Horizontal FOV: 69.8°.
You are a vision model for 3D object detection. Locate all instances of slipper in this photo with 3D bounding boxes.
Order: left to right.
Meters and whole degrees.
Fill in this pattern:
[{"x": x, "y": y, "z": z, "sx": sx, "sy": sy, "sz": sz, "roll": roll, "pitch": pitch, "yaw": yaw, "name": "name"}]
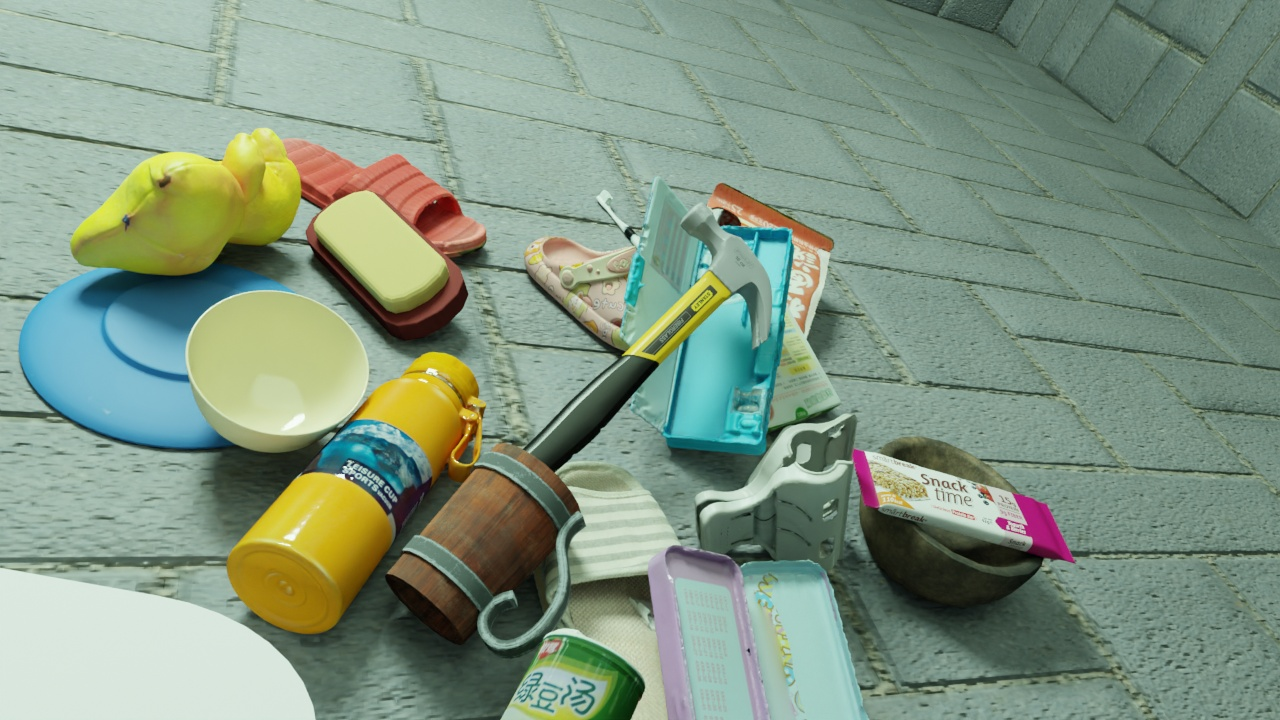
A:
[{"x": -0.272, "y": -0.179, "z": 0.940, "sx": 0.249, "sy": 0.059, "sz": 0.103, "roll": 26, "pitch": 34, "yaw": 4, "name": "slipper"}, {"x": -0.034, "y": -0.082, "z": 0.934, "sx": 0.197, "sy": 0.082, "sz": 0.093, "roll": 35, "pitch": 37, "yaw": 18, "name": "slipper"}, {"x": -0.014, "y": 0.169, "z": 0.642, "sx": 0.114, "sy": 0.054, "sz": 0.272, "roll": 5, "pitch": 39, "yaw": -17, "name": "slipper"}]

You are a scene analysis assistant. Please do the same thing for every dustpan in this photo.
[{"x": -0.292, "y": 0.207, "z": 0.454, "sx": 0.258, "sy": 0.053, "sz": 0.191, "roll": 10, "pitch": 36, "yaw": 0, "name": "dustpan"}]

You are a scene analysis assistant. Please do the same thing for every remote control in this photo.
[{"x": 0.133, "y": 0.100, "z": 0.850, "sx": 0.043, "sy": 0.013, "sz": 0.136, "roll": 32, "pitch": 35, "yaw": 12, "name": "remote control"}]

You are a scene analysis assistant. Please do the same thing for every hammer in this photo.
[{"x": -0.004, "y": 0.004, "z": 0.745, "sx": 0.127, "sy": 0.029, "sz": 0.322, "roll": 46, "pitch": 62, "yaw": -1, "name": "hammer"}]

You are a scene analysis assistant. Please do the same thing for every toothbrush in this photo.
[{"x": -0.005, "y": -0.146, "z": 1.090, "sx": 0.012, "sy": 0.017, "sz": 0.186, "roll": 6, "pitch": 37, "yaw": -43, "name": "toothbrush"}]

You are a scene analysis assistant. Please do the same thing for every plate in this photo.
[{"x": -0.349, "y": -0.020, "z": 0.713, "sx": 0.224, "sy": 0.024, "sz": 0.223, "roll": 16, "pitch": 35, "yaw": -12, "name": "plate"}]

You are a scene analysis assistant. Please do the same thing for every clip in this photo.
[{"x": 0.120, "y": 0.122, "z": 0.727, "sx": 0.151, "sy": 0.127, "sz": 0.105, "roll": -27, "pitch": 46, "yaw": -22, "name": "clip"}]

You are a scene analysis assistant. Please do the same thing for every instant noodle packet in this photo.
[{"x": 0.120, "y": -0.084, "z": 1.054, "sx": 0.164, "sy": 0.084, "sz": 0.220, "roll": 28, "pitch": 46, "yaw": -3, "name": "instant noodle packet"}]

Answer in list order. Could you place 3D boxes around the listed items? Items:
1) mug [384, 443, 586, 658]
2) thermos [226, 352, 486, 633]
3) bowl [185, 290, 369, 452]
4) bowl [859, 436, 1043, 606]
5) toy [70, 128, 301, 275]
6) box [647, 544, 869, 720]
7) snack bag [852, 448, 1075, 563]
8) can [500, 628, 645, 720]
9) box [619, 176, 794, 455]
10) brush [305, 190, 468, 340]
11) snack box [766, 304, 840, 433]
[{"x": -0.089, "y": 0.127, "z": 0.594, "sx": 0.117, "sy": 0.082, "sz": 0.110, "roll": 23, "pitch": 54, "yaw": 29, "name": "mug"}, {"x": -0.178, "y": 0.083, "z": 0.639, "sx": 0.091, "sy": 0.076, "sz": 0.232, "roll": 45, "pitch": 32, "yaw": -13, "name": "thermos"}, {"x": -0.261, "y": 0.020, "z": 0.649, "sx": 0.118, "sy": 0.074, "sz": 0.117, "roll": 18, "pitch": 49, "yaw": -21, "name": "bowl"}, {"x": 0.266, "y": 0.148, "z": 0.814, "sx": 0.162, "sy": 0.070, "sz": 0.162, "roll": 16, "pitch": 36, "yaw": -12, "name": "bowl"}, {"x": -0.365, "y": -0.122, "z": 0.763, "sx": 0.087, "sy": 0.135, "sz": 0.193, "roll": 56, "pitch": 16, "yaw": -11, "name": "toy"}, {"x": 0.083, "y": 0.227, "z": 0.593, "sx": 0.151, "sy": 0.041, "sz": 0.213, "roll": 10, "pitch": 51, "yaw": -25, "name": "box"}, {"x": 0.271, "y": 0.121, "z": 0.773, "sx": 0.196, "sy": 0.016, "sz": 0.070, "roll": 17, "pitch": 34, "yaw": -11, "name": "snack bag"}, {"x": -0.050, "y": 0.218, "z": 0.510, "sx": 0.067, "sy": 0.067, "sz": 0.120, "roll": 27, "pitch": 52, "yaw": 4, "name": "can"}, {"x": 0.052, "y": -0.036, "z": 0.841, "sx": 0.168, "sy": 0.087, "sz": 0.226, "roll": 19, "pitch": 64, "yaw": -15, "name": "box"}, {"x": -0.233, "y": -0.094, "z": 0.833, "sx": 0.082, "sy": 0.042, "sz": 0.173, "roll": -39, "pitch": 65, "yaw": -20, "name": "brush"}, {"x": 0.117, "y": -0.012, "z": 0.929, "sx": 0.131, "sy": 0.027, "sz": 0.168, "roll": -13, "pitch": 70, "yaw": -41, "name": "snack box"}]
